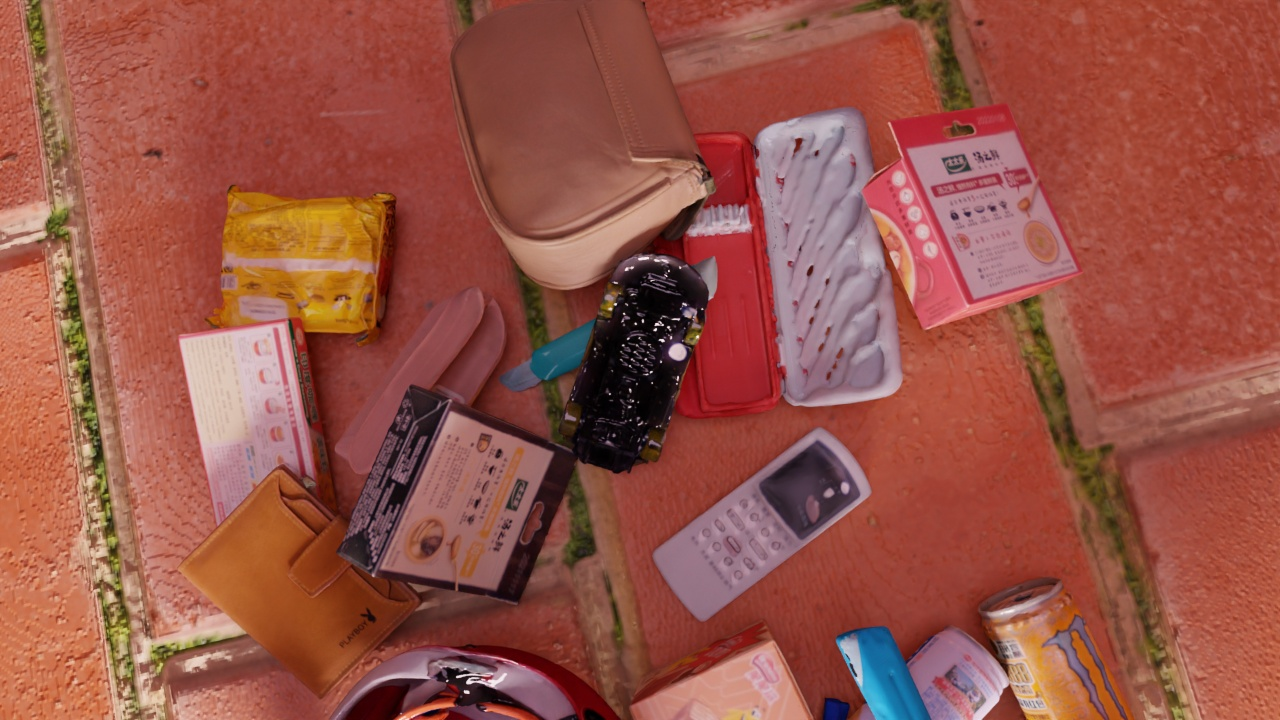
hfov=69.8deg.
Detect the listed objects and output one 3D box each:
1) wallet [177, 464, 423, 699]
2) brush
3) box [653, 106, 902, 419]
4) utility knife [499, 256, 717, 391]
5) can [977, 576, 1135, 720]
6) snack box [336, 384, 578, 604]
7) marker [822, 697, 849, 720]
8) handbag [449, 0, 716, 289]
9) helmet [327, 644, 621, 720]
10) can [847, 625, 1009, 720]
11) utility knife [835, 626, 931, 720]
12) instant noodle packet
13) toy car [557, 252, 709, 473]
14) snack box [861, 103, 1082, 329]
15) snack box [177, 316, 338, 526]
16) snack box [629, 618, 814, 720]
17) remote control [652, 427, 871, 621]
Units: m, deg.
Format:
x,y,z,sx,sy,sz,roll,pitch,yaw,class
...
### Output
x,y,z,sx,sy,sz,roll,pitch,yaw,class
-0.218,0.141,0.605,0.130,0.035,0.119,45,103,-4,wallet
-0.140,0.016,0.616,0.063,0.073,0.145,32,83,9,brush
0.087,-0.065,0.624,0.161,0.050,0.201,-7,81,11,box
-0.023,-0.020,0.620,0.178,0.013,0.029,-26,91,19,utility knife
0.266,0.212,0.564,0.058,0.058,0.146,-24,81,0,can
-0.114,0.090,0.593,0.053,0.125,0.113,18,82,36,snack box
0.112,0.291,0.585,0.017,0.017,0.145,12,83,6,marker
-0.042,-0.149,0.614,0.148,0.100,0.204,-19,64,5,handbag
-0.072,0.275,0.527,0.240,0.144,0.207,36,95,24,helmet
0.162,0.227,0.563,0.134,0.053,0.053,-40,81,-12,can
0.170,0.247,0.521,0.034,0.018,0.208,-21,83,-31,utility knife
-0.240,-0.068,0.651,0.128,0.044,0.110,4,84,7,instant noodle packet
-0.004,0.003,0.595,0.070,0.042,0.158,19,112,-4,toy car
0.211,-0.096,0.597,0.113,0.044,0.127,-15,79,-28,snack box
-0.258,0.053,0.624,0.077,0.027,0.156,-8,96,3,snack box
0.053,0.218,0.561,0.094,0.093,0.077,-25,80,0,snack box
0.081,0.108,0.612,0.150,0.021,0.058,-38,81,-1,remote control
